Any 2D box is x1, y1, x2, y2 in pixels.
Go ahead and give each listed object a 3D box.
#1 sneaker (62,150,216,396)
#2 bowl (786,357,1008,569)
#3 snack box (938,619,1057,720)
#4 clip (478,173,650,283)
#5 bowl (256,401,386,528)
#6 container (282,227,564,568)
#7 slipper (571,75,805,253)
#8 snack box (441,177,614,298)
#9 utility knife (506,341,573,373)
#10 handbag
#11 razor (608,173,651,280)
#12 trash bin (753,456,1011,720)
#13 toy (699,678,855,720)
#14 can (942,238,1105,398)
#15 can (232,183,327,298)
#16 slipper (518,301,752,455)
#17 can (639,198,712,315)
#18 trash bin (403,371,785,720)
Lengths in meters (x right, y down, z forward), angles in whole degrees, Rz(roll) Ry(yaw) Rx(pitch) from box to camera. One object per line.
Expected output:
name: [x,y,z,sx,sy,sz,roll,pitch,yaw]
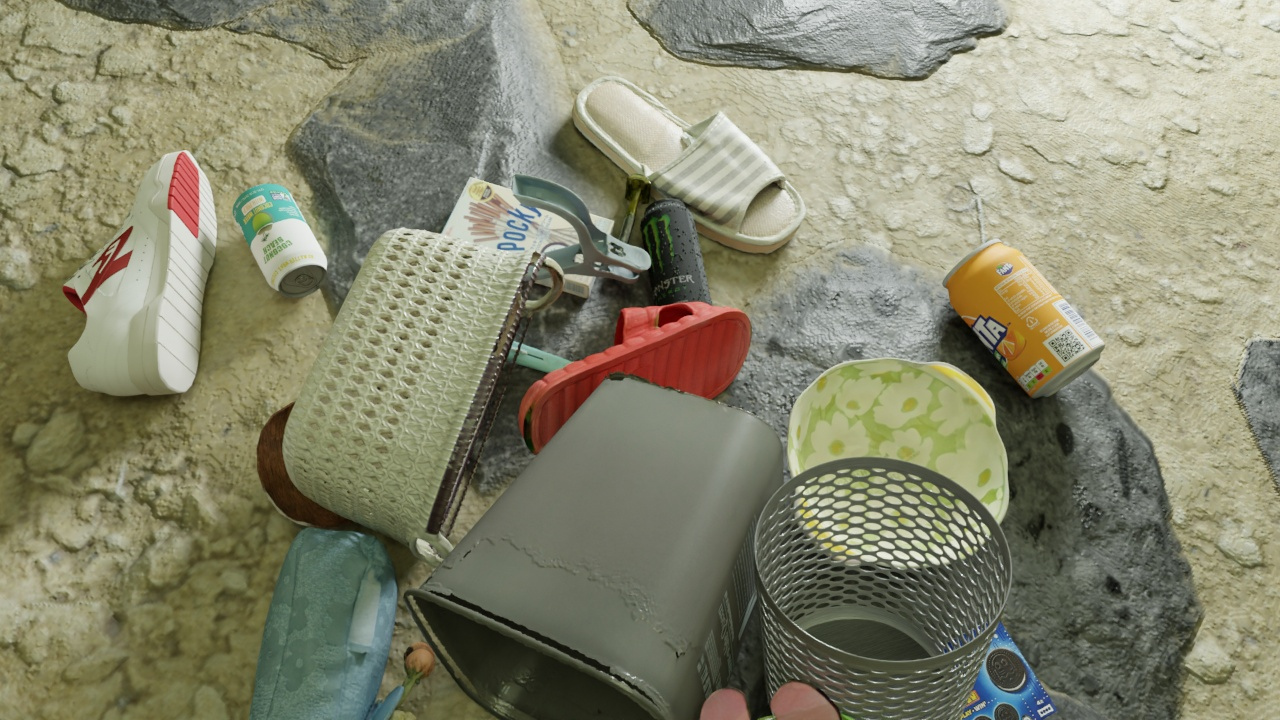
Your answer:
sneaker: [-0.441,-0.079,0.794,0.104,0.090,0.236,-4,67,-3]
bowl: [0.211,0.093,0.785,0.188,0.060,0.218,43,65,16]
snack box: [0.238,0.268,0.713,0.150,0.027,0.082,-22,66,-17]
clip: [-0.092,-0.095,0.822,0.165,0.172,0.030,-19,57,34]
bowl: [-0.259,0.086,0.751,0.101,0.026,0.114,-7,65,-28]
container: [-0.163,0.020,0.701,0.143,0.185,0.251,20,65,-6]
slipper: [0.046,-0.208,0.932,0.273,0.054,0.114,36,69,13]
snack box: [-0.108,-0.118,0.879,0.150,0.026,0.081,17,63,2]
utility knife: [-0.088,0.001,0.827,0.147,0.015,0.022,18,66,-1]
handbag: [-0.206,0.219,0.643,0.118,0.122,0.191,9,58,-7]
razor: [-0.014,-0.126,0.893,0.026,0.042,0.105,15,71,-1]
trash bin: [0.159,0.186,0.637,0.156,0.184,0.156,-4,42,4]
toy: [0.106,0.302,0.563,0.190,0.088,0.238,-21,99,-6]
can: [0.356,-0.039,0.859,0.079,0.079,0.142,-27,68,-19]
can: [-0.326,-0.109,0.833,0.054,0.055,0.101,-27,68,-19]
slipper: [-0.005,0.004,0.772,0.248,0.104,0.059,-20,43,-35]
can: [0.034,-0.084,0.861,0.054,0.054,0.137,-5,63,-9]
trash bin: [-0.009,0.148,0.651,0.198,0.198,0.219,17,53,24]
